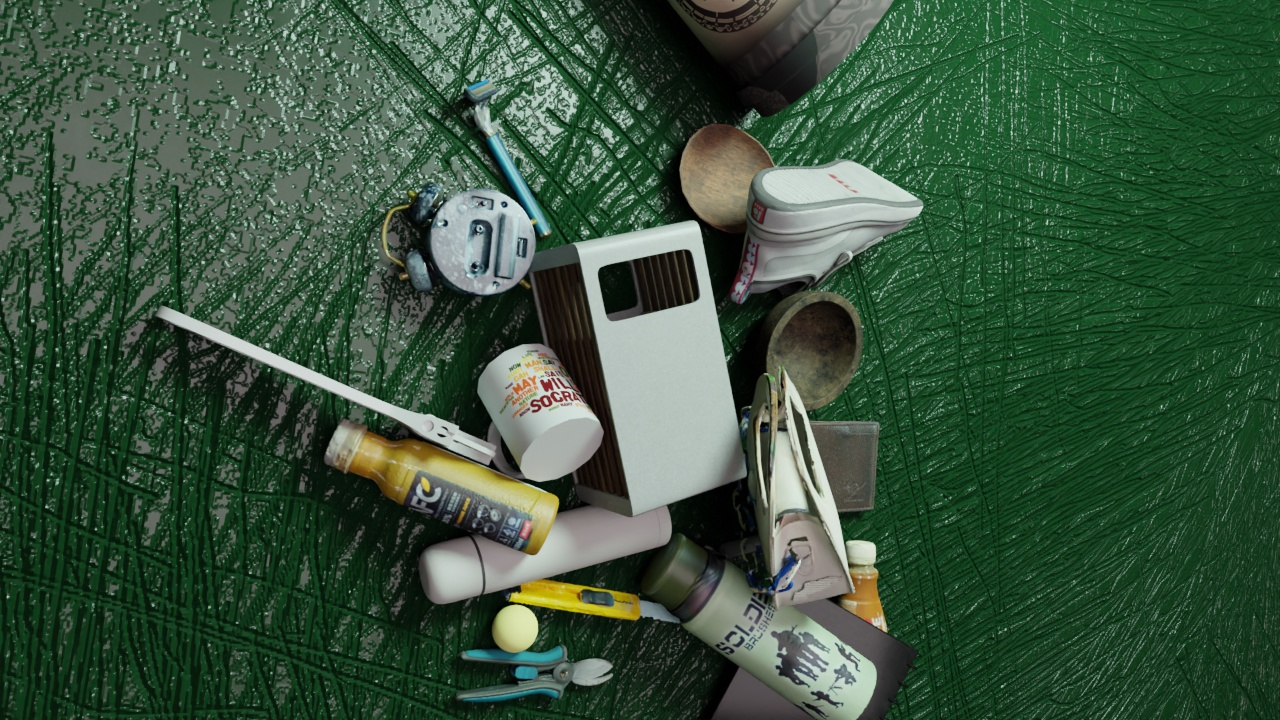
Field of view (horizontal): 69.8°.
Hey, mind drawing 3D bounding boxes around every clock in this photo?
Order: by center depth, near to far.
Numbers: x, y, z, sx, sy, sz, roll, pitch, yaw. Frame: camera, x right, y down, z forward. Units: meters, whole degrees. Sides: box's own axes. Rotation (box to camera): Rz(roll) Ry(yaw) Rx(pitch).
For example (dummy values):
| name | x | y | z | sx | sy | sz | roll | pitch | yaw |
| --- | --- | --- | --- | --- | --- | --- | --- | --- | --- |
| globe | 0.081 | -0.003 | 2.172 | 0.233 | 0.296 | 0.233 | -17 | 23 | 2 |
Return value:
| name | x | y | z | sx | sy | sz | roll | pitch | yaw |
| --- | --- | --- | --- | --- | --- | --- | --- | --- | --- |
| clock | -0.149 | -0.098 | 0.766 | 0.129 | 0.052 | 0.090 | 7 | 88 | -23 |

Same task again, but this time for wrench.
| name | x | y | z | sx | sy | sz | roll | pitch | yaw |
| --- | --- | --- | --- | --- | --- | --- | --- | --- | --- |
| wrench | -0.240 | 0.021 | 0.722 | 0.273 | 0.087 | 0.018 | 26 | 79 | -15 |

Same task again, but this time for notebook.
| name | x | y | z | sx | sy | sz | roll | pitch | yaw |
| --- | --- | --- | --- | --- | --- | --- | --- | --- | --- |
| notebook | 0.160 | 0.356 | 0.914 | 0.169 | 0.019 | 0.231 | 31 | 84 | -6 |

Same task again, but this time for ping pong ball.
| name | x | y | z | sx | sy | sz | roll | pitch | yaw |
| --- | --- | --- | --- | --- | --- | --- | --- | --- | --- |
| ping pong ball | -0.109 | 0.234 | 0.800 | 0.040 | 0.040 | 0.040 | 0 | 91 | -28 |

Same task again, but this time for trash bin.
| name | x | y | z | sx | sy | sz | roll | pitch | yaw |
| --- | --- | --- | --- | --- | --- | --- | --- | --- | --- |
| trash bin | -0.005 | 0.005 | 0.809 | 0.114 | 0.115 | 0.229 | -15 | 98 | -27 |

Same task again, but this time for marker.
| name | x | y | z | sx | sy | sz | roll | pitch | yaw |
| --- | --- | --- | --- | --- | --- | --- | --- | --- | --- |
| marker | 0.143 | 0.181 | 0.945 | 0.140 | 0.016 | 0.016 | -8 | 94 | -27 |

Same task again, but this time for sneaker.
| name | x | y | z | sx | sy | sz | roll | pitch | yaw |
| --- | --- | --- | --- | --- | --- | --- | --- | --- | --- |
| sneaker | 0.189 | -0.127 | 0.927 | 0.262 | 0.097 | 0.129 | -17 | 140 | -42 |

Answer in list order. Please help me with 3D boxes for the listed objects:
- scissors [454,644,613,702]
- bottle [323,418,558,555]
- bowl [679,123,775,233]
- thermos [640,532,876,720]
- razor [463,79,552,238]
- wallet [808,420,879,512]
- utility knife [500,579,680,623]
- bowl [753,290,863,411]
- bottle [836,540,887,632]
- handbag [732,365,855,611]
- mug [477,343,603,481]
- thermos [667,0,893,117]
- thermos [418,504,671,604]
| name | x | y | z | sx | sy | sz | roll | pitch | yaw |
| --- | --- | --- | --- | --- | --- | --- | --- | --- | --- |
| scissors | -0.096 | 0.276 | 0.820 | 0.131 | 0.019 | 0.148 | -40 | 107 | -21 |
| bottle | -0.161 | 0.101 | 0.743 | 0.186 | 0.053 | 0.053 | 24 | 79 | -9 |
| bowl | 0.082 | -0.176 | 0.901 | 0.114 | 0.026 | 0.102 | 22 | 80 | -27 |
| thermos | 0.109 | 0.249 | 0.866 | 0.231 | 0.082 | 0.082 | 36 | 74 | -4 |
| razor | -0.115 | -0.173 | 0.804 | 0.144 | 0.022 | 0.042 | 65 | 29 | -17 |
| wallet | 0.201 | 0.112 | 0.968 | 0.119 | 0.031 | 0.099 | 3 | 93 | -29 |
| utility knife | -0.037 | 0.222 | 0.850 | 0.206 | 0.018 | 0.030 | 19 | 47 | -29 |
| bowl | 0.159 | -0.015 | 0.925 | 0.121 | 0.056 | 0.121 | -10 | 110 | -28 |
| bottle | 0.230 | 0.276 | 0.968 | 0.059 | 0.059 | 0.167 | 2 | 88 | -28 |
| handbag | 0.124 | 0.110 | 0.824 | 0.093 | 0.200 | 0.200 | -12 | 129 | 8 |
| mug | -0.093 | 0.053 | 0.774 | 0.073 | 0.089 | 0.105 | 9 | 126 | -47 |
| thermos | 0.095 | -0.362 | 0.834 | 0.226 | 0.173 | 0.172 | 42 | 72 | -15 |
| thermos | -0.081 | 0.163 | 0.807 | 0.223 | 0.052 | 0.052 | -10 | 95 | -27 |
